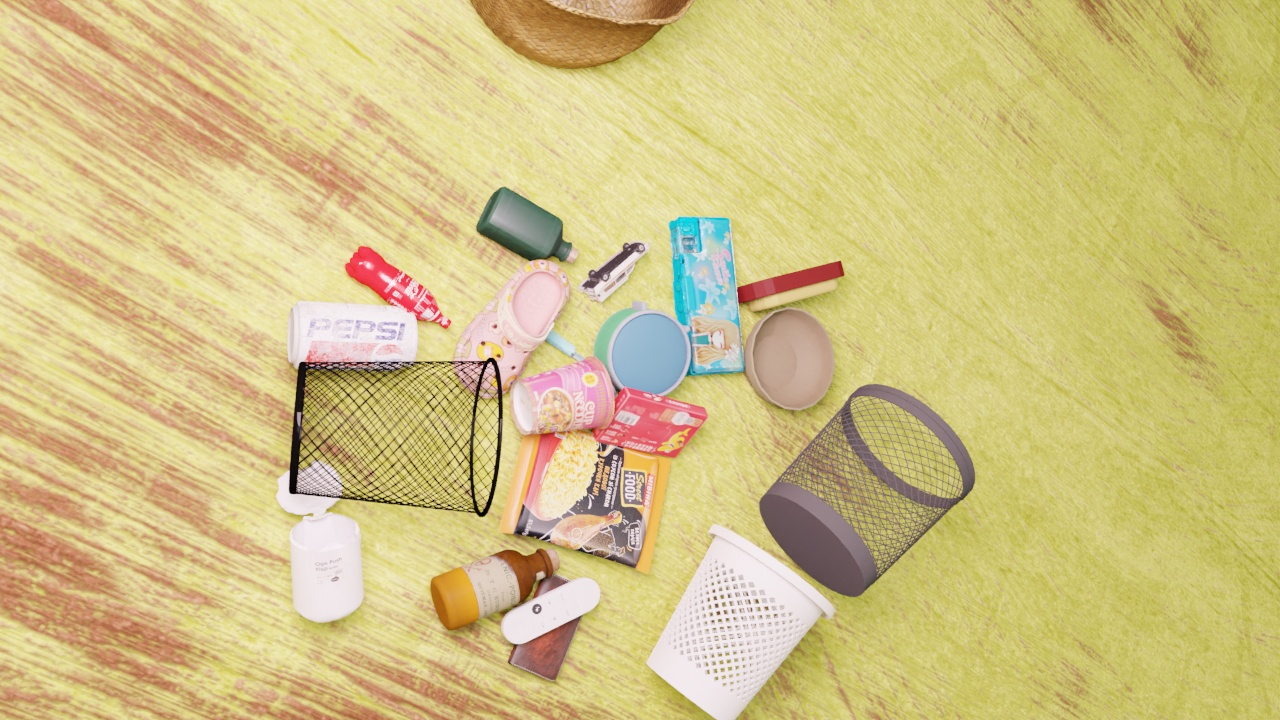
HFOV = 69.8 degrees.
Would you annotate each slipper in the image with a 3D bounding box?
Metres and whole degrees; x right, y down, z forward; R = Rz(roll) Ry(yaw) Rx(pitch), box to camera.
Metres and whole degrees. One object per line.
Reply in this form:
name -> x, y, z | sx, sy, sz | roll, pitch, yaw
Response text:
slipper -> -0.157, -0.043, 1.150 | 0.093, 0.082, 0.197 | 36, 81, -18

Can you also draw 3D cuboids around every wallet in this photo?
wallet -> -0.116, 0.340, 1.175 | 0.072, 0.019, 0.123 | 30, 72, -22

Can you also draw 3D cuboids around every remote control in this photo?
remote control -> -0.112, 0.315, 1.160 | 0.136, 0.013, 0.043 | -20, 93, -27

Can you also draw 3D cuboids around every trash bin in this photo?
trash bin -> -0.277, 0.080, 1.028 | 0.210, 0.184, 0.184 | 5, 82, -19
trash bin -> 0.316, 0.189, 1.312 | 0.226, 0.218, 0.218 | -40, 103, -21
trash bin -> 0.119, 0.357, 1.215 | 0.195, 0.196, 0.199 | 41, 78, -18

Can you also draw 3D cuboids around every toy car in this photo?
toy car -> -0.033, -0.122, 1.261 | 0.112, 0.039, 0.039 | -42, 125, -25

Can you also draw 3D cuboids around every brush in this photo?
brush -> 0.225, -0.108, 1.365 | 0.173, 0.082, 0.042 | -16, 92, -28

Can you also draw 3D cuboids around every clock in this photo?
clock -> -0.008, 0.007, 1.242 | 0.122, 0.075, 0.161 | 28, 85, -23

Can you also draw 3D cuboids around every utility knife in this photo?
utility knife -> -0.119, -0.033, 1.216 | 0.126, 0.015, 0.022 | 36, 53, -20

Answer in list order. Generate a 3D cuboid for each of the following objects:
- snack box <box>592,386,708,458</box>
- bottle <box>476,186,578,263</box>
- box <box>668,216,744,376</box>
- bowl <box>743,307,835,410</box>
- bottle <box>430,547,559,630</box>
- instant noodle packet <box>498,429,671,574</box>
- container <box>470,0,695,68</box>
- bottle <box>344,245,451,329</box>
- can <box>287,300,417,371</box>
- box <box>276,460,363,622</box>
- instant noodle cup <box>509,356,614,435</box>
snack box -> 0.014, 0.085, 1.230 | 0.132, 0.089, 0.021 | 16, 35, -32
bottle -> -0.140, -0.166, 1.193 | 0.131, 0.061, 0.061 | 28, 74, -22
box -> 0.096, -0.093, 1.320 | 0.094, 0.041, 0.226 | -3, 86, -28
bowl -> 0.213, 0.000, 1.365 | 0.152, 0.051, 0.152 | 3, 83, -27
bottle -> -0.173, 0.271, 1.126 | 0.156, 0.068, 0.068 | -17, 92, -28
instant noodle packet -> -0.066, 0.174, 1.209 | 0.220, 0.032, 0.159 | 22, 68, -24
container -> -0.082, -0.543, 1.190 | 0.306, 0.197, 0.307 | 2, 85, -27
bottle -> -0.291, -0.084, 1.117 | 0.141, 0.042, 0.041 | 37, 69, -19
can -> -0.335, -0.027, 1.068 | 0.136, 0.078, 0.078 | 2, 84, -27
box -> -0.364, 0.203, 1.039 | 0.083, 0.141, 0.140 | -6, 116, -25
instant noodle cup -> -0.103, 0.050, 1.166 | 0.108, 0.098, 0.097 | -11, 90, -31
